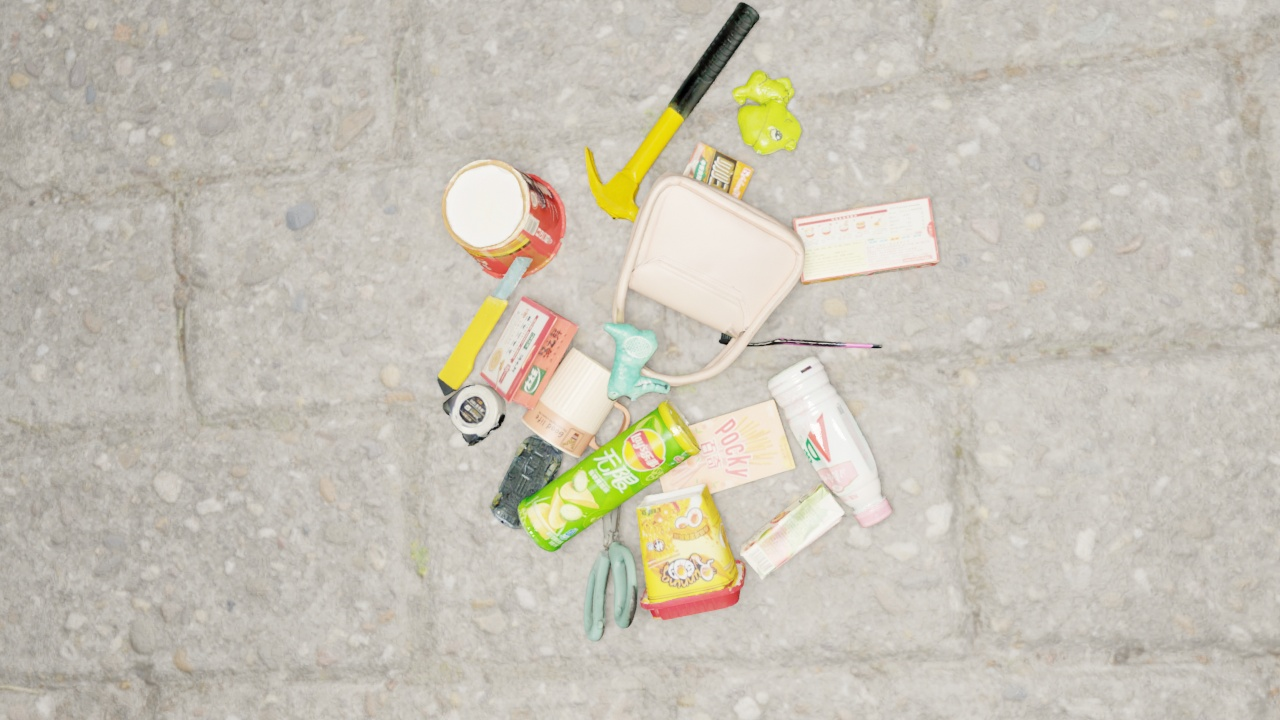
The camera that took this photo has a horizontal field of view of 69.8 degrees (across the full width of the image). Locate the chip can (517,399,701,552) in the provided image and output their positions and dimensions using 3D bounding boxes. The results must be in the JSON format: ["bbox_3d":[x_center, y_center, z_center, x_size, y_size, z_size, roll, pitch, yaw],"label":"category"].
[{"bbox_3d":[-0.039,0.135,1.050,0.221,0.072,0.072,-35,80,9],"label":"chip can"}]

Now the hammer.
[{"bbox_3d":[0.044,-0.303,1.116,0.129,0.033,0.301,37,93,10],"label":"hammer"}]

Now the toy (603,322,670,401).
[{"bbox_3d":[-0.006,0.006,1.040,0.096,0.030,0.092,12,104,-16],"label":"toy"}]

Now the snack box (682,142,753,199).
[{"bbox_3d":[0.069,-0.174,1.094,0.075,0.026,0.153,25,90,-3],"label":"snack box"}]

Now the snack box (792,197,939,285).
[{"bbox_3d":[0.260,-0.138,1.064,0.156,0.027,0.077,-8,85,10],"label":"snack box"}]

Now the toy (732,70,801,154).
[{"bbox_3d":[0.150,-0.293,1.095,0.097,0.031,0.100,21,85,11],"label":"toy"}]

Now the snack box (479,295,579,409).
[{"bbox_3d":[-0.129,-0.008,1.078,0.044,0.127,0.113,29,91,-29],"label":"snack box"}]

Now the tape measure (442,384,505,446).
[{"bbox_3d":[-0.201,0.062,1.132,0.066,0.033,0.065,-36,82,8],"label":"tape measure"}]

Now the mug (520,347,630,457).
[{"bbox_3d":[-0.065,0.057,1.089,0.114,0.081,0.106,34,91,-15],"label":"mug"}]

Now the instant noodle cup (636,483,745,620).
[{"bbox_3d":[0.050,0.210,1.025,0.116,0.116,0.123,-14,90,9],"label":"instant noodle cup"}]

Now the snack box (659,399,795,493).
[{"bbox_3d":[0.095,0.108,1.076,0.157,0.026,0.084,-18,83,9],"label":"snack box"}]

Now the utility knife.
[{"bbox_3d":[-0.190,-0.042,1.117,0.033,0.015,0.217,37,111,3],"label":"utility knife"}]

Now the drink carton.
[{"bbox_3d":[0.173,0.194,1.041,0.122,0.053,0.045,-40,84,5],"label":"drink carton"}]

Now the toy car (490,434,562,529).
[{"bbox_3d":[-0.137,0.147,1.113,0.054,0.036,0.121,30,101,10],"label":"toy car"}]

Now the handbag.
[{"bbox_3d":[0.059,-0.078,1.050,0.193,0.093,0.234,26,100,-2],"label":"handbag"}]

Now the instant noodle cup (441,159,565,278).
[{"bbox_3d":[-0.168,-0.176,1.106,0.138,0.108,0.138,-1,85,10],"label":"instant noodle cup"}]

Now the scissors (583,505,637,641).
[{"bbox_3d":[-0.028,0.236,1.044,0.019,0.171,0.177,13,80,-21],"label":"scissors"}]

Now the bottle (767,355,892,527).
[{"bbox_3d":[0.218,0.093,1.035,0.068,0.068,0.197,-30,84,7],"label":"bottle"}]

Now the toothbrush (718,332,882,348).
[{"bbox_3d":[0.186,-0.023,1.076,0.189,0.014,0.017,2,76,11],"label":"toothbrush"}]
